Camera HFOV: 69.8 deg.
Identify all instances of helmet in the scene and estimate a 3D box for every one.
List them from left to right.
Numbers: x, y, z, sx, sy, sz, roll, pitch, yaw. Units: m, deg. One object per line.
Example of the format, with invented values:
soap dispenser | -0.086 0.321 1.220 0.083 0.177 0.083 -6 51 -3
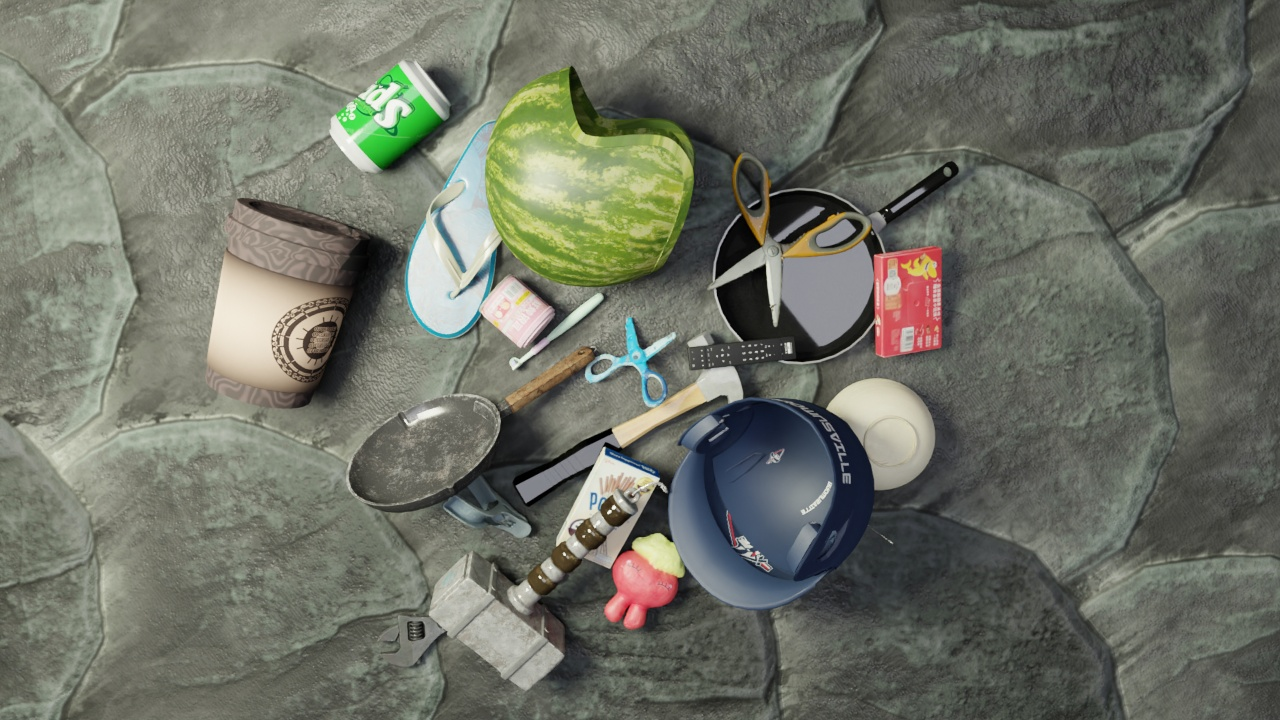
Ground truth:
helmet | -0.067 -0.209 1.100 0.247 0.212 0.244 22 113 -4
helmet | 0.158 0.173 1.125 0.272 0.223 0.232 -47 63 11

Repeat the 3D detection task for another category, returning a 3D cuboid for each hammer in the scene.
hammer | -0.101 0.256 1.170 0.326 0.079 0.177 -44 106 8
hammer | -0.017 0.095 1.210 0.328 0.039 0.131 -30 94 3

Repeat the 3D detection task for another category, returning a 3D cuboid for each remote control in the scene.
remote control | 0.131 -0.009 1.178 0.140 0.009 0.030 -6 94 -5

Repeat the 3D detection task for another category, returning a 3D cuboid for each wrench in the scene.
wrench | -0.228 0.337 1.237 0.273 0.018 0.073 -24 94 1

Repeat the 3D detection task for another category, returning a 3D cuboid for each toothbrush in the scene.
toothbrush | -0.110 -0.039 1.211 0.155 0.022 0.015 -38 129 2
toothbrush | 0.277 0.196 1.141 0.010 0.181 0.010 36 90 -11

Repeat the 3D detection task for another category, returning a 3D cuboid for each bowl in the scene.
bowl | 0.315 0.100 1.188 0.151 0.075 0.151 0 94 0

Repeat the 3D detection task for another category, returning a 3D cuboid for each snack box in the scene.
snack box | -0.043 0.193 1.198 0.082 0.026 0.150 24 108 -10
snack box | 0.344 -0.075 1.179 0.089 0.021 0.133 -9 106 -15

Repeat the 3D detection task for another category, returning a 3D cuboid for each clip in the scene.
clip | -0.221 0.167 1.182 0.032 0.164 0.165 -45 74 6

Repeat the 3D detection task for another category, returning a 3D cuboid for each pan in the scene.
pan | -0.202 0.080 1.168 0.356 0.208 0.040 -30 125 -16
pan | 0.260 -0.147 1.193 0.356 0.034 0.225 -36 93 2

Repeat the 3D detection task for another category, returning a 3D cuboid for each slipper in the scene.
slipper | -0.226 -0.173 1.184 0.118 0.060 0.295 23 94 2

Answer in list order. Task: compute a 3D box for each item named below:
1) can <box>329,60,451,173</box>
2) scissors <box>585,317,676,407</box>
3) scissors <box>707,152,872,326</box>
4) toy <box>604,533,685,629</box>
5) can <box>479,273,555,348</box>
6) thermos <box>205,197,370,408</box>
can | -0.315 -0.307 1.160 0.140 0.088 0.088 -38 93 2
scissors | -0.007 0.008 1.190 0.134 0.011 0.140 -31 61 9
scissors | 0.185 -0.158 1.169 0.230 0.016 0.225 -7 93 2
toy | 0.005 0.292 1.216 0.091 0.045 0.135 35 87 0
can | -0.158 -0.063 1.185 0.076 0.067 0.067 41 93 -2
thermos | -0.447 -0.068 1.143 0.172 0.172 0.226 19 100 -1
